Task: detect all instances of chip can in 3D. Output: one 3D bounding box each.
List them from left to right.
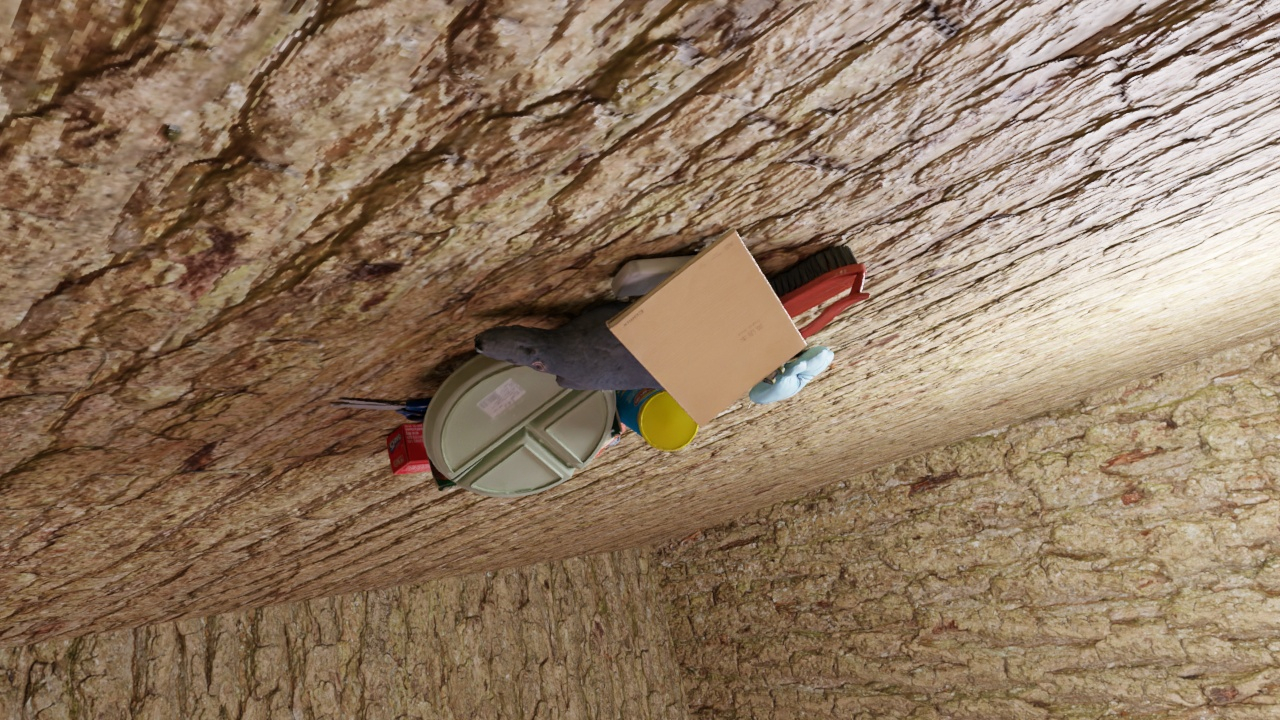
[{"bbox_3d":[0.010,0.061,1.143,0.071,0.071,0.210,-11,-173,-12],"label":"chip can"}]

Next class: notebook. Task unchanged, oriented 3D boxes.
[{"bbox_3d":[0.075,-0.026,0.928,0.149,0.012,0.211,-37,138,5],"label":"notebook"}]

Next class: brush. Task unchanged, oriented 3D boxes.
[{"bbox_3d":[0.185,-0.067,0.995,0.063,0.069,0.146,0,159,-43],"label":"brush"}]

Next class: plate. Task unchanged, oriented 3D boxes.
[{"bbox_3d":[-0.134,0.076,1.063,0.230,0.027,0.231,-13,130,-16],"label":"plate"}]

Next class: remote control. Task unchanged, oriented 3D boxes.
[{"bbox_3d":[0.039,-0.085,0.897,0.135,0.020,0.056,-7,164,-24],"label":"remote control"}]

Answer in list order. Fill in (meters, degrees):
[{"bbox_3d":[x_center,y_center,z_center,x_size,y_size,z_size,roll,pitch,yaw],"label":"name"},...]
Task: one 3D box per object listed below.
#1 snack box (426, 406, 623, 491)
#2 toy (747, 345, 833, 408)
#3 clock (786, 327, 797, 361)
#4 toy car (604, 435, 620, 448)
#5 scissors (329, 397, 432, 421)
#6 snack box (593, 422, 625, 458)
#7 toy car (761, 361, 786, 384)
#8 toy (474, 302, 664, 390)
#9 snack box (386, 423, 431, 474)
[{"bbox_3d":[-0.151,0.096,1.177,0.240,0.063,0.114,-16,-174,-9],"label":"snack box"},{"bbox_3d":[0.221,0.027,1.377,0.156,0.050,0.161,-29,168,14],"label":"toy"},{"bbox_3d":[0.133,-0.018,1.143,0.121,0.055,0.082,-6,163,-24],"label":"clock"},{"bbox_3d":[-0.081,0.122,1.448,0.106,0.049,0.031,-22,159,23],"label":"toy car"},{"bbox_3d":[-0.286,0.053,1.105,0.126,0.012,0.173,-15,163,9],"label":"scissors"},{"bbox_3d":[-0.075,0.090,1.304,0.080,0.082,0.091,-36,158,21],"label":"snack box"},{"bbox_3d":[0.188,0.002,1.283,0.035,0.042,0.091,31,161,1],"label":"toy car"},{"bbox_3d":[-0.010,-0.011,0.988,0.355,0.091,0.138,4,164,-45],"label":"toy"},{"bbox_3d":[-0.245,0.119,1.281,0.207,0.057,0.058,0,156,-40],"label":"snack box"}]
